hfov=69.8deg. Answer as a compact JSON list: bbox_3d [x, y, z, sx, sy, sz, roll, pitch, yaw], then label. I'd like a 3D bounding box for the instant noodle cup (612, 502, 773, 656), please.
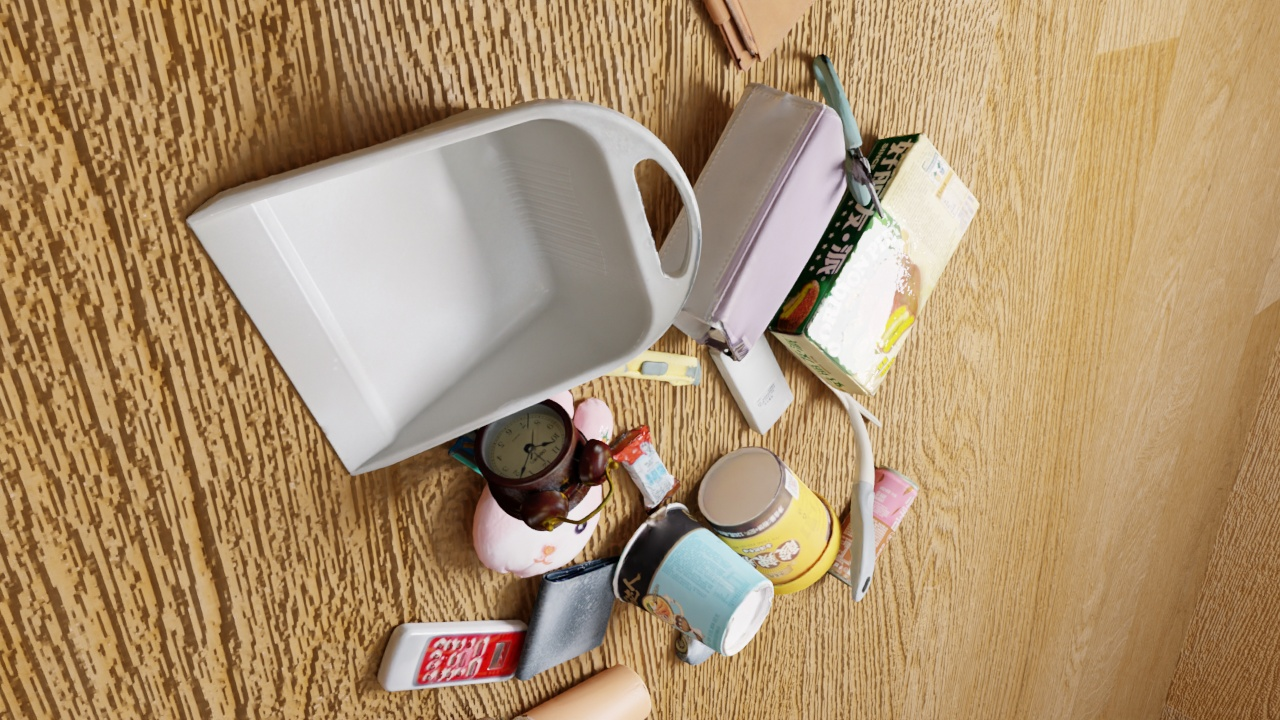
[{"bbox_3d":[0.055,0.209,0.855,0.111,0.120,0.111,-33,138,-36],"label":"instant noodle cup"}]

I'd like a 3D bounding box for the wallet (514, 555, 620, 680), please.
[{"bbox_3d":[-0.061,0.231,0.833,0.120,0.019,0.097,0,110,-56],"label":"wallet"}]

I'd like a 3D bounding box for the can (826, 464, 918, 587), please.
[{"bbox_3d":[0.278,0.203,1.119,0.147,0.058,0.058,-56,136,-7],"label":"can"}]

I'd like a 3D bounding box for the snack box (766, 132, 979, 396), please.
[{"bbox_3d":[0.233,-0.095,0.903,0.114,0.063,0.239,38,78,-29],"label":"snack box"}]

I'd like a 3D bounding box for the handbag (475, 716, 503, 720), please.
[{"bbox_3d":[-0.180,0.385,0.747,0.204,0.100,0.148,-2,106,-46],"label":"handbag"}]

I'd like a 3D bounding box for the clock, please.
[{"bbox_3d":[-0.069,0.077,0.663,0.082,0.122,0.055,-43,145,-18],"label":"clock"}]

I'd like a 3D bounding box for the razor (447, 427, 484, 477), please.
[{"bbox_3d":[-0.096,0.021,0.711,0.142,0.022,0.042,-54,136,-7],"label":"razor"}]

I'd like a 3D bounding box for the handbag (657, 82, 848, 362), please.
[{"bbox_3d":[0.091,-0.109,0.771,0.197,0.098,0.145,-61,152,-4],"label":"handbag"}]

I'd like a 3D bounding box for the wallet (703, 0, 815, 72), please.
[{"bbox_3d":[0.088,-0.311,0.722,0.107,0.031,0.132,-53,135,-15],"label":"wallet"}]

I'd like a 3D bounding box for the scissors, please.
[{"bbox_3d":[0.191,-0.180,0.822,0.019,0.174,0.176,-19,154,9],"label":"scissors"}]

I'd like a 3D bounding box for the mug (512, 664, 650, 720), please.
[{"bbox_3d":[-0.053,0.343,0.869,0.122,0.078,0.078,-21,122,-42],"label":"mug"}]

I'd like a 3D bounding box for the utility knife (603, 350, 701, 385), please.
[{"bbox_3d":[-0.005,0.005,0.799,0.175,0.019,0.031,6,98,-40],"label":"utility knife"}]

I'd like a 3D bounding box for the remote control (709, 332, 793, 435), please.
[{"bbox_3d":[0.110,0.014,0.902,0.056,0.019,0.135,-48,134,-16],"label":"remote control"}]

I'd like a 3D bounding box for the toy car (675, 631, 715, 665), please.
[{"bbox_3d":[0.073,0.271,0.977,0.054,0.037,0.121,-3,114,-43],"label":"toy car"}]

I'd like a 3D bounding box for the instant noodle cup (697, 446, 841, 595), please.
[{"bbox_3d":[0.125,0.155,0.918,0.118,0.118,0.114,-49,127,-15],"label":"instant noodle cup"}]

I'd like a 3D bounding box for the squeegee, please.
[{"bbox_3d":[0.221,0.121,0.939,0.246,0.039,0.246,34,47,-46],"label":"squeegee"}]

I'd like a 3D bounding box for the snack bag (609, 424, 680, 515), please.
[{"bbox_3d":[0.007,0.102,0.841,0.045,0.026,0.105,-45,134,-18],"label":"snack bag"}]

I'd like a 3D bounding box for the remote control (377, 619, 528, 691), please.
[{"bbox_3d":[-0.152,0.245,0.765,0.135,0.020,0.056,15,99,-46],"label":"remote control"}]

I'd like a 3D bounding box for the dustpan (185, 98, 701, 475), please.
[{"bbox_3d":[-0.097,-0.052,0.593,0.257,0.143,0.223,-39,131,-25],"label":"dustpan"}]

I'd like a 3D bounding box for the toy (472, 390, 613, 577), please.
[{"bbox_3d":[-0.075,0.101,0.750,0.121,0.054,0.159,21,86,-46],"label":"toy"}]
